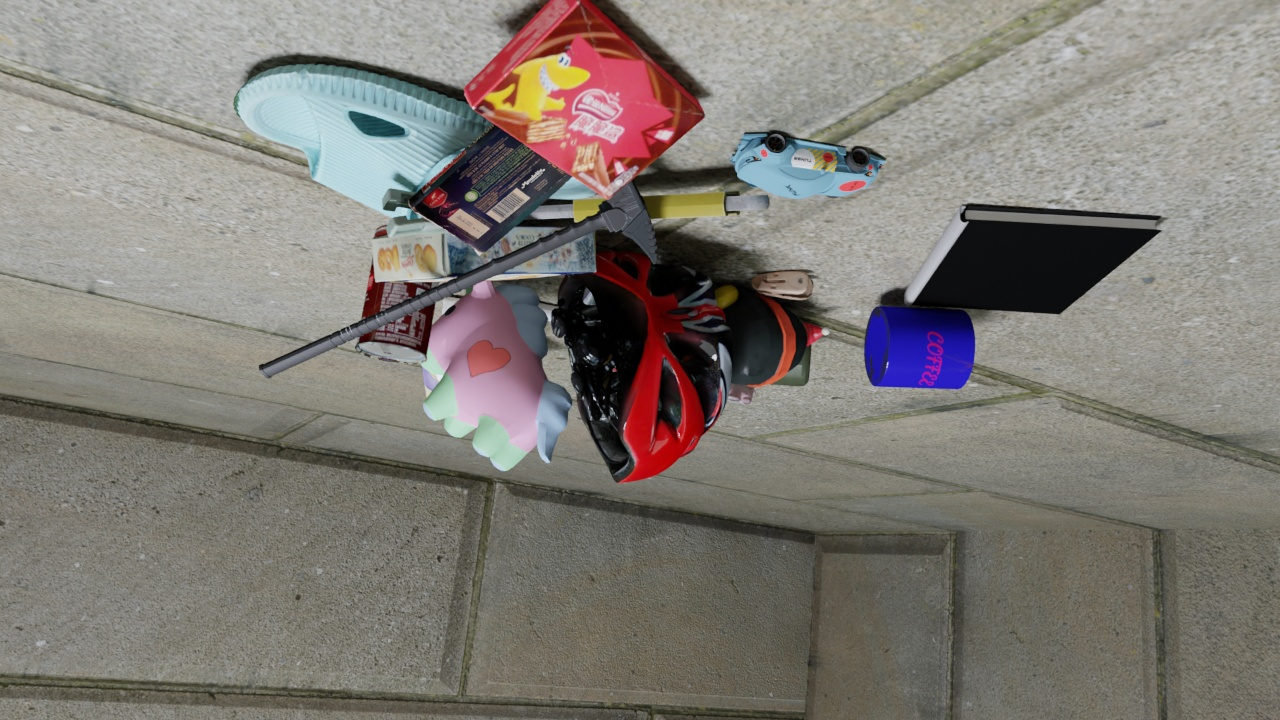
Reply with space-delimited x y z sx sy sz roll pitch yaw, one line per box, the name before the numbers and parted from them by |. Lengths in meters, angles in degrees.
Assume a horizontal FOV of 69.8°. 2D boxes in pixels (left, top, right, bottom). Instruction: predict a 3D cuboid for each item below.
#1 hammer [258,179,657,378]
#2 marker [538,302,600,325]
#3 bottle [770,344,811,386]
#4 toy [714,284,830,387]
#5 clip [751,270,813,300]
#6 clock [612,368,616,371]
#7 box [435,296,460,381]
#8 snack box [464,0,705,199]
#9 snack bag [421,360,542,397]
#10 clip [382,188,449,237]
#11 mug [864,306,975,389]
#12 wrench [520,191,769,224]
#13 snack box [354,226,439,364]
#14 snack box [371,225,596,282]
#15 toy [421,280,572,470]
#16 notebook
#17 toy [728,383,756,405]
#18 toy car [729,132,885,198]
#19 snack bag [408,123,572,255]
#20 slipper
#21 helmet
hammer | -0.143 -0.050 0.701 0.325 0.015 0.095 -23 136 7
marker | -0.111 -0.057 1.074 0.145 0.019 0.019 11 165 -19
bottle | 0.091 -0.012 1.055 0.207 0.071 0.071 4 165 10
toy | 0.126 -0.022 0.965 0.119 0.099 0.098 -4 140 -35
clip | 0.140 -0.073 0.897 0.062 0.025 0.047 9 166 0
clock | -0.002 -0.010 1.148 0.137 0.048 0.096 9 165 -15
box | -0.177 -0.012 1.115 0.130 0.103 0.110 5 165 -2
snack box | -0.031 -0.158 0.564 0.089 0.021 0.132 -38 146 21
snack bag | -0.210 0.011 1.238 0.206 0.096 0.058 -2 -174 32
clip | -0.142 -0.104 0.647 0.076 0.047 0.023 -4 166 -32
mug | 0.274 -0.020 0.922 0.083 0.079 0.111 2 -153 -3
wrench | -0.030 -0.121 0.734 0.274 0.018 0.083 2 -169 27
snack box | -0.234 -0.063 0.900 0.072 0.121 0.072 5 165 1
snack box | -0.137 -0.091 0.793 0.144 0.042 0.145 -6 -175 -37
toy | -0.139 0.007 0.938 0.222 0.171 0.120 30 166 30
notebook | 0.326 -0.082 0.799 0.149 0.016 0.207 4 165 5
toy | 0.106 0.018 1.106 0.076 0.125 0.037 4 124 -17
toy car | 0.120 -0.133 0.662 0.107 0.027 0.060 8 165 -7
snack bag | -0.074 -0.133 0.608 0.155 0.018 0.074 -37 147 15
slipper | -0.151 -0.145 0.661 0.276 0.069 0.116 9 162 -12
helmet | -0.005 0.005 0.901 0.166 0.217 0.273 -14 164 -16
